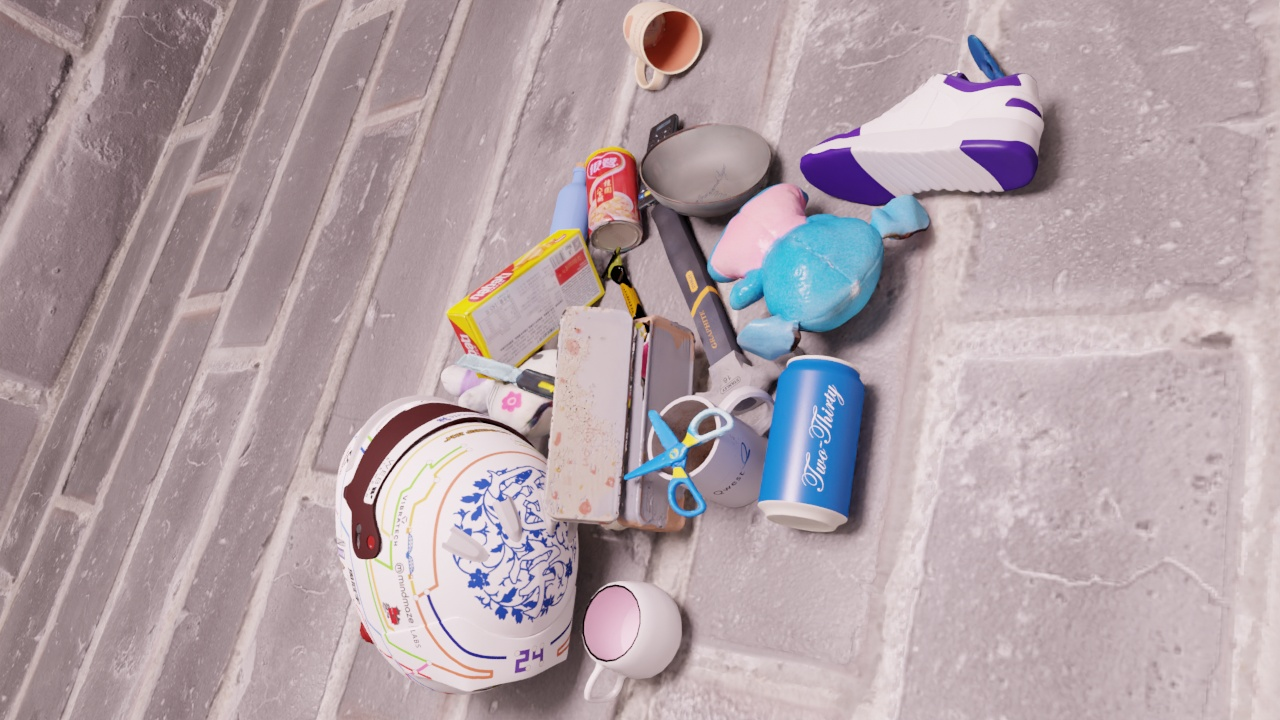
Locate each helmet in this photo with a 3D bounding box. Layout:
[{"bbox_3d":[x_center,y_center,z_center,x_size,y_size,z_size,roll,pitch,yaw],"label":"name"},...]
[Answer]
[{"bbox_3d":[-0.179,0.180,0.945,0.237,0.230,0.314,-17,80,45],"label":"helmet"}]

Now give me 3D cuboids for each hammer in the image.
[{"bbox_3d":[0.073,-0.076,1.014,0.140,0.035,0.312,-37,48,24],"label":"hammer"}]

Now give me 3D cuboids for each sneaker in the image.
[{"bbox_3d":[0.266,-0.222,0.879,0.245,0.091,0.111,6,68,45],"label":"sneaker"}]

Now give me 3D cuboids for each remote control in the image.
[{"bbox_3d":[0.024,-0.245,1.137,0.046,0.021,0.140,-23,45,40],"label":"remote control"}]

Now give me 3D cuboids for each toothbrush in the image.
[{"bbox_3d":[0.345,-0.277,0.888,0.016,0.021,0.132,-14,53,-5],"label":"toothbrush"}]

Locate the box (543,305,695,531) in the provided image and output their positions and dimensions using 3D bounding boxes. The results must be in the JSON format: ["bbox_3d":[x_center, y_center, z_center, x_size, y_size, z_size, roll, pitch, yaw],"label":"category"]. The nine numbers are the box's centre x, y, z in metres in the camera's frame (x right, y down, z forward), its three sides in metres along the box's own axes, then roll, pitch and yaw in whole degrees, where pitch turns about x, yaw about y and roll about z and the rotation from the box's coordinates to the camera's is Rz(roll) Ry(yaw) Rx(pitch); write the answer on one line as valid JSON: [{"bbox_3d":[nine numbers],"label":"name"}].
[{"bbox_3d":[-0.017,0.057,0.912,0.071,0.156,0.216,140,136,-68],"label":"box"}]

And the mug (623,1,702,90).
[{"bbox_3d":[0.019,-0.417,1.214,0.104,0.085,0.112,-124,43,-53],"label":"mug"}]

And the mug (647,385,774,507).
[{"bbox_3d":[0.080,0.075,0.881,0.120,0.096,0.083,-51,45,8],"label":"mug"}]

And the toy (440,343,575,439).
[{"bbox_3d":[-0.151,0.033,1.108,0.137,0.085,0.209,-37,31,-23],"label":"toy"}]

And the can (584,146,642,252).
[{"bbox_3d":[-0.034,-0.201,1.148,0.067,0.066,0.124,-25,54,30],"label":"can"}]

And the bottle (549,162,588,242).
[{"bbox_3d":[-0.087,-0.202,1.209,0.048,0.048,0.131,-8,64,39],"label":"bottle"}]

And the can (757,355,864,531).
[{"bbox_3d":[0.155,0.075,0.828,0.079,0.079,0.146,-4,66,40],"label":"can"}]

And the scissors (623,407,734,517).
[{"bbox_3d":[0.037,0.083,0.835,0.131,0.014,0.125,-43,48,11],"label":"scissors"}]

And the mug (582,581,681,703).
[{"bbox_3d":[-0.012,0.272,0.875,0.090,0.076,0.124,24,85,46],"label":"mug"}]

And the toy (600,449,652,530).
[{"bbox_3d":[-0.024,0.139,0.979,0.112,0.050,0.087,-9,62,32],"label":"toy"}]

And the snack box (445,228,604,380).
[{"bbox_3d":[-0.130,-0.068,1.079,0.042,0.092,0.200,5,37,42],"label":"snack box"}]

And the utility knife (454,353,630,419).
[{"bbox_3d":[-0.093,0.032,1.008,0.234,0.020,0.029,17,103,4],"label":"utility knife"}]

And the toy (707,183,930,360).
[{"bbox_3d":[0.161,-0.106,0.894,0.224,0.099,0.191,-42,43,0],"label":"toy"}]

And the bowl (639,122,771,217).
[{"bbox_3d":[0.077,-0.205,1.046,0.151,0.057,0.150,-8,46,8],"label":"bowl"}]

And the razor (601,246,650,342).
[{"bbox_3d":[-0.014,-0.074,1.096,0.044,0.021,0.144,-60,38,37],"label":"razor"}]

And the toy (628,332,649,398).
[{"bbox_3d":[-0.006,0.006,1.016,0.103,0.050,0.065,-29,55,51],"label":"toy"}]
